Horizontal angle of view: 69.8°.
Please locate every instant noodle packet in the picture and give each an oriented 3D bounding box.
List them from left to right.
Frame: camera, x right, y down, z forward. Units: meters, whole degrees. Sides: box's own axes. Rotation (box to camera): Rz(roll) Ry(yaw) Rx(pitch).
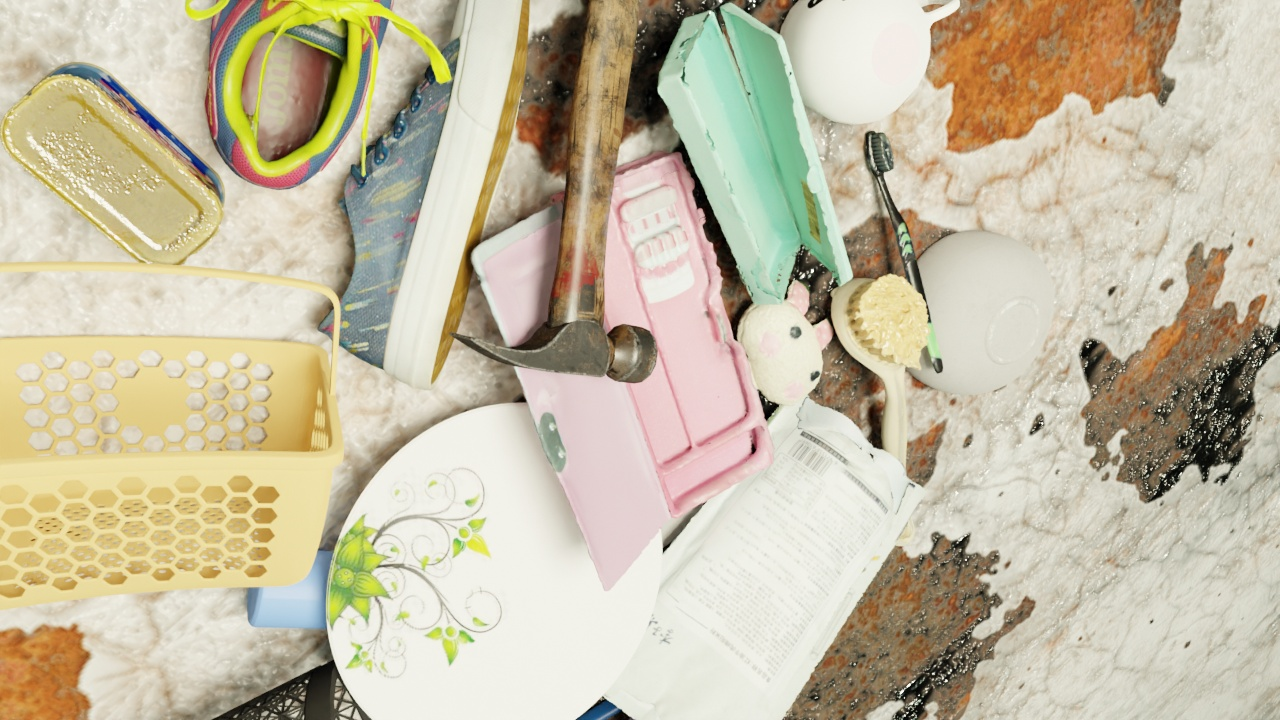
[{"bbox_3d":[0.088,0.163,0.681,0.147,0.057,0.269,39,79,-1],"label":"instant noodle packet"}]

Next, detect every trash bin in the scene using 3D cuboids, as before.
[{"bbox_3d":[-0.264,0.324,0.535,0.243,0.217,0.217,-18,117,-11],"label":"trash bin"}]

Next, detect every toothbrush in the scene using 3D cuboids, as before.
[{"bbox_3d":[-0.051,0.295,0.731,0.189,0.016,0.017,-27,127,-14],"label":"toothbrush"},{"bbox_3d":[0.196,-0.077,0.670,0.014,0.017,0.188,-25,103,-22],"label":"toothbrush"}]

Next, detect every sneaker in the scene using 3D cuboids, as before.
[{"bbox_3d":[-0.141,-0.196,0.442,0.116,0.091,0.242,16,102,-27],"label":"sneaker"},{"bbox_3d":[-0.120,-0.102,0.501,0.079,0.087,0.236,17,101,-4],"label":"sneaker"}]

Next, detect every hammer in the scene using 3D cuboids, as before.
[{"bbox_3d":[-0.027,-0.155,0.496,0.119,0.033,0.330,6,91,-41],"label":"hammer"}]

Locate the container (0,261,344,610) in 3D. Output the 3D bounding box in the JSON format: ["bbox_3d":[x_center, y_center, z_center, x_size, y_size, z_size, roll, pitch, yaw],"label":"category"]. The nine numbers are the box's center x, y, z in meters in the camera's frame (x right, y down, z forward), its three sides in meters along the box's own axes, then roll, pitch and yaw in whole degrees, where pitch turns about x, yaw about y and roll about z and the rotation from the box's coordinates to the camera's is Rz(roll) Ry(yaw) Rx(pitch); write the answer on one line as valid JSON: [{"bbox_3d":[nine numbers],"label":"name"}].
[{"bbox_3d":[-0.248,0.026,0.456,0.183,0.129,0.167,0,120,-23],"label":"container"}]

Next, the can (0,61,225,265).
[{"bbox_3d":[-0.253,-0.094,0.449,0.054,0.059,0.100,-44,123,-4],"label":"can"}]

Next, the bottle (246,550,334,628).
[{"bbox_3d":[-0.179,0.148,0.589,0.131,0.048,0.048,11,105,-29],"label":"bottle"}]

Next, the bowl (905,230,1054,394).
[{"bbox_3d":[0.271,-0.033,0.722,0.131,0.064,0.132,-9,114,-22],"label":"bowl"}]

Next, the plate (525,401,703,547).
[{"bbox_3d":[-0.023,0.071,0.650,0.172,0.019,0.173,-9,114,-22],"label":"plate"}]

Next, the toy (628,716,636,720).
[{"bbox_3d":[-0.020,0.342,0.718,0.209,0.085,0.137,-43,123,2],"label":"toy"}]

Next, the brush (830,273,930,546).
[{"bbox_3d":[0.198,0.050,0.726,0.062,0.077,0.272,-21,123,-7],"label":"brush"}]

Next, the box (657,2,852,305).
[{"bbox_3d":[0.086,-0.123,0.561,0.189,0.079,0.077,60,38,-42],"label":"box"}]

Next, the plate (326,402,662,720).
[{"bbox_3d":[-0.090,0.140,0.601,0.229,0.030,0.229,-3,97,-30],"label":"plate"}]

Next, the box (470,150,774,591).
[{"bbox_3d":[-0.009,0.003,0.584,0.179,0.055,0.233,-31,113,-34],"label":"box"}]

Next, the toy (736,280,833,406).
[{"bbox_3d":[0.097,-0.006,0.663,0.112,0.050,0.087,-38,122,-17],"label":"toy"}]

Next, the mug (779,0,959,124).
[{"bbox_3d":[0.152,-0.206,0.588,0.123,0.076,0.090,-32,120,-11],"label":"mug"}]
